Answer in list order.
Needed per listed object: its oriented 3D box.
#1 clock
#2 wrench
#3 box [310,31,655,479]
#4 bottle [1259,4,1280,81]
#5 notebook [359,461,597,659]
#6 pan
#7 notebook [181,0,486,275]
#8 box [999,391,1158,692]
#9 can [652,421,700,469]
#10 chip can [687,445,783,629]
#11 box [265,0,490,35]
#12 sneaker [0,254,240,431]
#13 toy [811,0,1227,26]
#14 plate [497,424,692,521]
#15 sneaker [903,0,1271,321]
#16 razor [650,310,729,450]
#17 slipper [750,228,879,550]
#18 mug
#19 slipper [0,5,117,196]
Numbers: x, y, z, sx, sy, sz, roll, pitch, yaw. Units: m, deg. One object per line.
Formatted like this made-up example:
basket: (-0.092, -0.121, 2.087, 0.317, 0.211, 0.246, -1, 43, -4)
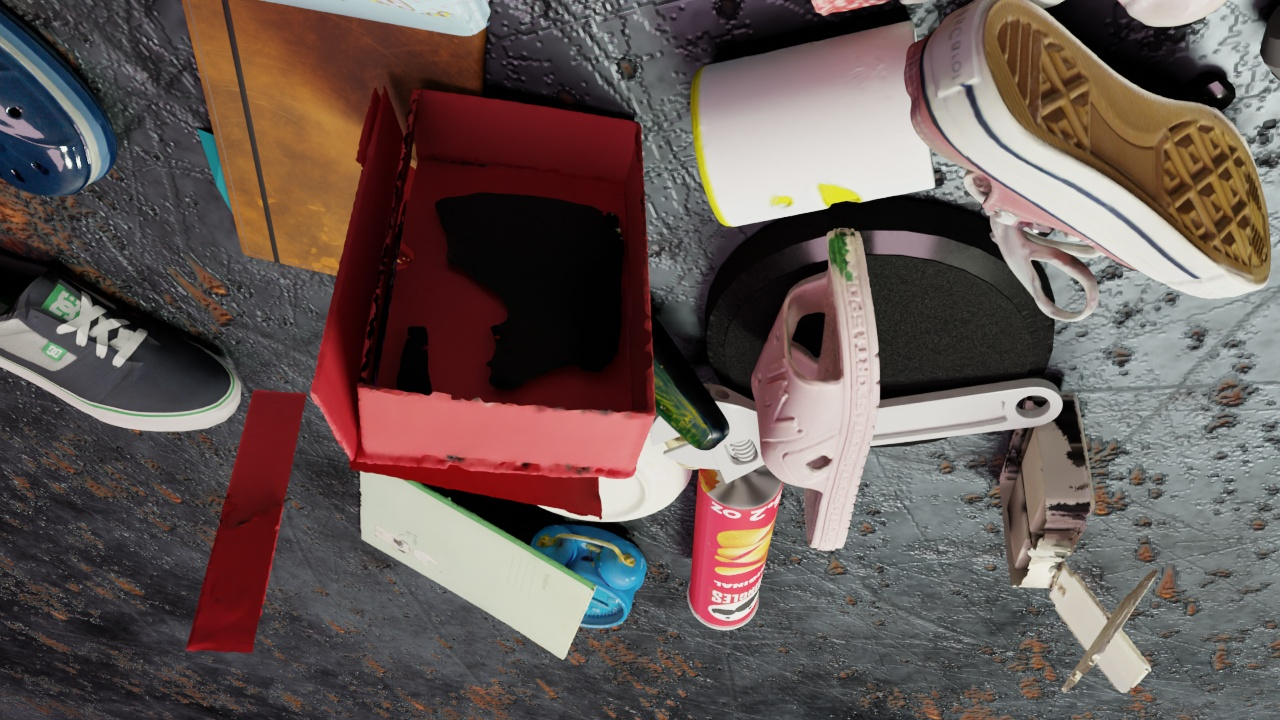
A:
clock: (-0.055, 0.206, 0.902, 0.117, 0.060, 0.162, 12, 141, 5)
wrench: (0.138, 0.037, 0.627, 0.274, 0.018, 0.087, -10, 128, 20)
box: (-0.072, -0.114, 0.379, 0.153, 0.213, 0.326, -4, 141, 2)
bottle: (0.330, -0.126, 0.415, 0.112, 0.046, 0.047, 28, 138, -21)
notebook: (-0.167, 0.193, 0.895, 0.252, 0.010, 0.182, 29, 141, 7)
pan: (0.188, -0.043, 0.563, 0.225, 0.034, 0.358, 28, 139, -19)
notebook: (-0.187, -0.128, 0.561, 0.178, 0.014, 0.250, 13, 141, -3)
box: (0.298, 0.132, 0.623, 0.069, 0.190, 0.144, 0, 147, 12)
can: (0.031, 0.048, 0.706, 0.038, 0.038, 0.079, -8, 137, 22)
chip can: (0.080, 0.158, 0.805, 0.069, 0.069, 0.221, 7, 141, 6)
box: (-0.172, -0.199, 0.419, 0.214, 0.096, 0.077, 10, 153, 1)
sneaker: (-0.424, -0.018, 0.702, 0.235, 0.084, 0.079, 24, 139, -10)
toy: (0.142, -0.183, 0.364, 0.194, 0.084, 0.159, -1, 149, 24)
plate: (-0.048, 0.093, 0.784, 0.182, 0.034, 0.183, 7, 141, 5)
sneaker: (0.199, -0.081, 0.422, 0.240, 0.118, 0.088, 17, 160, -29)
razor: (-0.004, 0.004, 0.611, 0.151, 0.067, 0.054, 48, 132, 9)
slipper: (0.100, 0.031, 0.555, 0.064, 0.094, 0.240, -1, 134, 5)
mug: (0.087, -0.116, 0.457, 0.106, 0.082, 0.082, -8, 138, 20)
slipper: (-0.422, -0.176, 0.501, 0.105, 0.095, 0.253, -20, 129, 29)
